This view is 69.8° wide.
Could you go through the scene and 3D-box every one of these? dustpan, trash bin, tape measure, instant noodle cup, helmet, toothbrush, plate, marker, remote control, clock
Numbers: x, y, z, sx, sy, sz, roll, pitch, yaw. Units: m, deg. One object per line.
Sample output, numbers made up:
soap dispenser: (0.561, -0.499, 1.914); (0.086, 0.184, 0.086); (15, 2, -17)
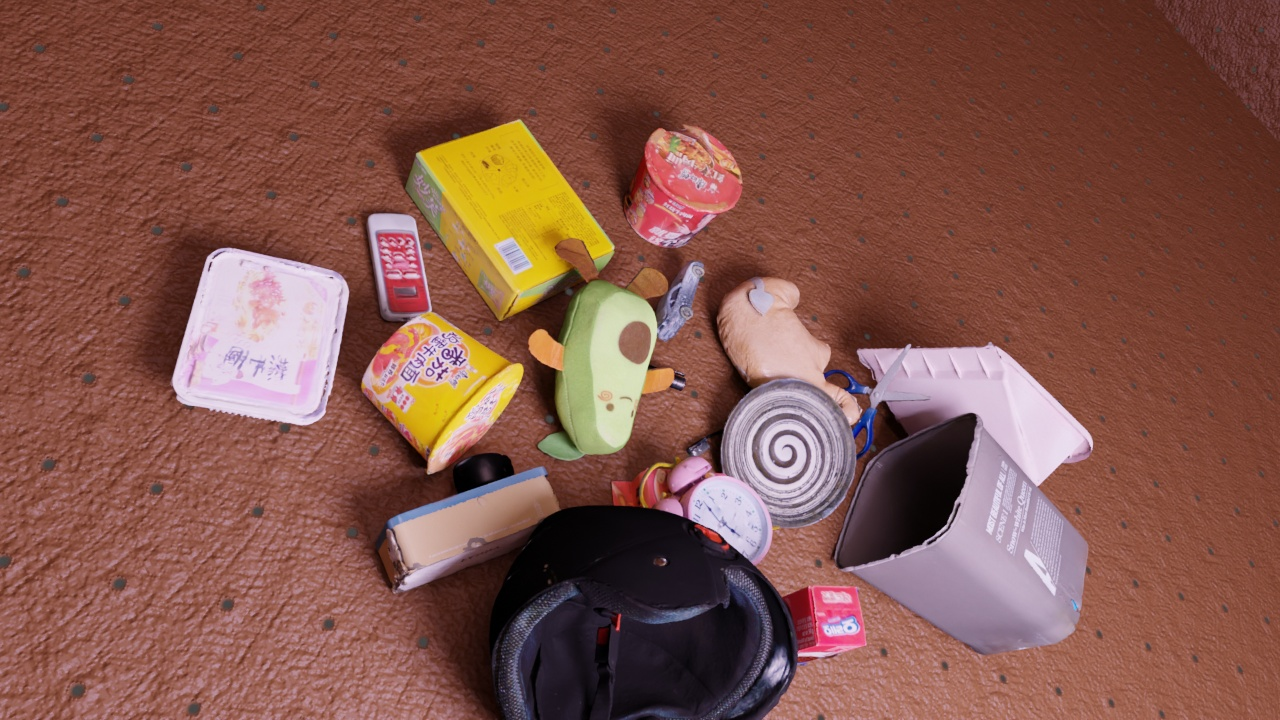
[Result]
dustpan: (0.441, 0.055, 1.173); (0.138, 0.223, 0.273); (-37, 111, -26)
trash bin: (0.387, 0.215, 1.082); (0.220, 0.199, 0.198); (39, 53, -10)
tape measure: (-0.160, 0.120, 0.934); (0.057, 0.057, 0.039); (-2, 65, -37)
instant noodle cup: (-0.204, 0.026, 0.924); (0.110, 0.138, 0.137); (38, 52, 7)
instant noodle cup: (-0.370, -0.015, 0.902); (0.138, 0.061, 0.173); (13, 60, -21)
helmet: (-0.004, 0.246, 0.833); (0.274, 0.234, 0.230); (9, 21, -21)
toothbrush: (0.127, 0.078, 1.131); (0.188, 0.014, 0.016); (-24, 83, -35)
plate: (0.177, 0.112, 1.106); (0.179, 0.024, 0.179); (2, 83, -16)
marker: (-0.007, 0.006, 1.098); (0.132, 0.020, 0.022); (20, 82, -16)
instant noodle cup: (0.048, -0.219, 1.197); (0.137, 0.109, 0.137); (12, 58, -21)
remote control: (-0.271, -0.106, 1.027); (0.055, 0.020, 0.135); (-3, 65, -27)
clock: (0.066, 0.167, 0.964); (0.158, 0.060, 0.117); (35, 52, -4)

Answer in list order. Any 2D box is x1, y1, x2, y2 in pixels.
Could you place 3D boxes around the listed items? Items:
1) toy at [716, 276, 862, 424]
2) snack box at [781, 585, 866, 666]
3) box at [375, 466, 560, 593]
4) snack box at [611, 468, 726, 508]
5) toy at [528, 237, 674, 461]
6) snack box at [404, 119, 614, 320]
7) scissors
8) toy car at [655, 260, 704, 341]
toy: (0.185, -0.003, 1.164); (0.143, 0.083, 0.226); (-25, 79, -21)
snack box: (0.138, 0.272, 0.907); (0.058, 0.208, 0.057); (6, 63, -23)
box: (-0.160, 0.162, 0.892); (0.183, 0.090, 0.059); (-17, 71, -36)
snack box: (0.038, 0.180, 1.008); (0.127, 0.044, 0.113); (6, 61, -24)
toy: (-0.039, -0.007, 1.025); (0.226, 0.090, 0.246); (16, 75, -40)
snack box: (-0.154, -0.170, 1.091); (0.157, 0.070, 0.210); (-30, 79, -36)
scissors: (0.287, 0.049, 1.156); (0.012, 0.176, 0.162); (4, 20, -38)
toy car: (0.047, -0.078, 1.152); (0.037, 0.054, 0.120); (30, 53, -12)
